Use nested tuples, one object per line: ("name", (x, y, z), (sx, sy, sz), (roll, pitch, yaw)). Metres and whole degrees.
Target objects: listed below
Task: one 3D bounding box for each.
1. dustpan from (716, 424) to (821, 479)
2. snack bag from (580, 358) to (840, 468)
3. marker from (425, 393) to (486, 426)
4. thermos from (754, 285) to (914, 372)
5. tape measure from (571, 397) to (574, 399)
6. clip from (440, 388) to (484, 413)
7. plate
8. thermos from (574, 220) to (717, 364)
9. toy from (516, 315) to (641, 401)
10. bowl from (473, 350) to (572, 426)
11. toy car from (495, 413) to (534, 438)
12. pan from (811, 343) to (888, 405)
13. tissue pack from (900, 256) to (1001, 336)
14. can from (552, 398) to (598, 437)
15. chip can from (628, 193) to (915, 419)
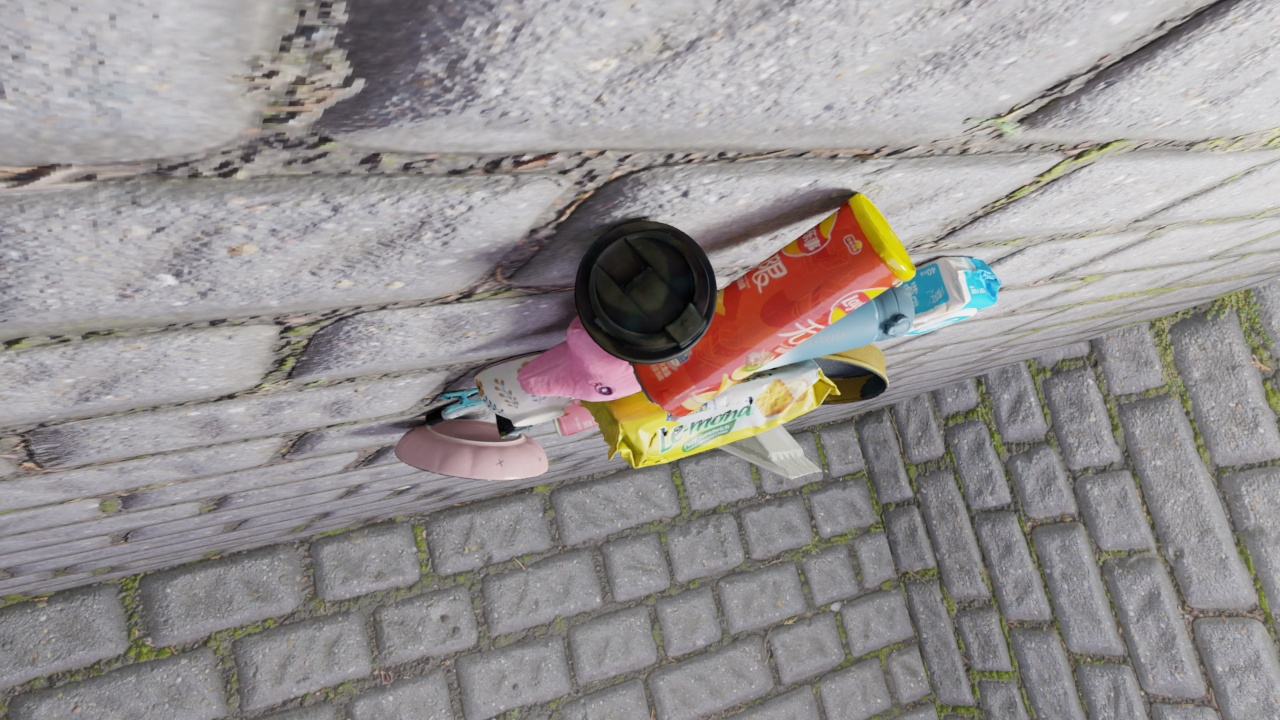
("dustpan", (0.119, 0.113, 1.385), (0.143, 0.257, 0.222), (-42, 163, 15))
("snack bag", (0.062, 0.035, 0.960), (0.246, 0.068, 0.158), (-15, -157, -13))
("marker", (-0.205, 0.054, 1.078), (0.131, 0.018, 0.022), (-20, 177, 34))
("thermos", (0.164, -0.032, 0.914), (0.220, 0.070, 0.070), (-13, 171, -12))
("tape measure", (-0.082, 0.026, 1.050), (0.066, 0.033, 0.065), (-17, 169, 15))
("clip", (-0.195, 0.043, 1.023), (0.056, 0.046, 0.014), (-10, 169, -31))
("plate", (-0.209, 0.106, 1.153), (0.192, 0.039, 0.192), (8, -173, -1))
("thermos", (-0.002, -0.040, 0.636), (0.093, 0.093, 0.143), (-13, 177, -8))
("toy", (-0.023, -0.008, 0.809), (0.195, 0.074, 0.178), (-23, 159, 22))
("bowl", (-0.112, 0.033, 0.962), (0.113, 0.062, 0.113), (-15, 170, -3))
("toy car", (-0.145, 0.058, 1.082), (0.036, 0.054, 0.121), (-7, 169, -27))
("pan", (0.155, 0.007, 1.137), (0.357, 0.078, 0.198), (20, 157, -34))
("tissue pack", (0.314, -0.066, 1.008), (0.089, 0.063, 0.140), (-5, 167, -45))
("can", (-0.037, 0.044, 1.108), (0.147, 0.058, 0.058), (-19, 171, -4))
("chip can", (0.094, -0.037, 0.693), (0.217, 0.073, 0.073), (-33, 163, 26))
